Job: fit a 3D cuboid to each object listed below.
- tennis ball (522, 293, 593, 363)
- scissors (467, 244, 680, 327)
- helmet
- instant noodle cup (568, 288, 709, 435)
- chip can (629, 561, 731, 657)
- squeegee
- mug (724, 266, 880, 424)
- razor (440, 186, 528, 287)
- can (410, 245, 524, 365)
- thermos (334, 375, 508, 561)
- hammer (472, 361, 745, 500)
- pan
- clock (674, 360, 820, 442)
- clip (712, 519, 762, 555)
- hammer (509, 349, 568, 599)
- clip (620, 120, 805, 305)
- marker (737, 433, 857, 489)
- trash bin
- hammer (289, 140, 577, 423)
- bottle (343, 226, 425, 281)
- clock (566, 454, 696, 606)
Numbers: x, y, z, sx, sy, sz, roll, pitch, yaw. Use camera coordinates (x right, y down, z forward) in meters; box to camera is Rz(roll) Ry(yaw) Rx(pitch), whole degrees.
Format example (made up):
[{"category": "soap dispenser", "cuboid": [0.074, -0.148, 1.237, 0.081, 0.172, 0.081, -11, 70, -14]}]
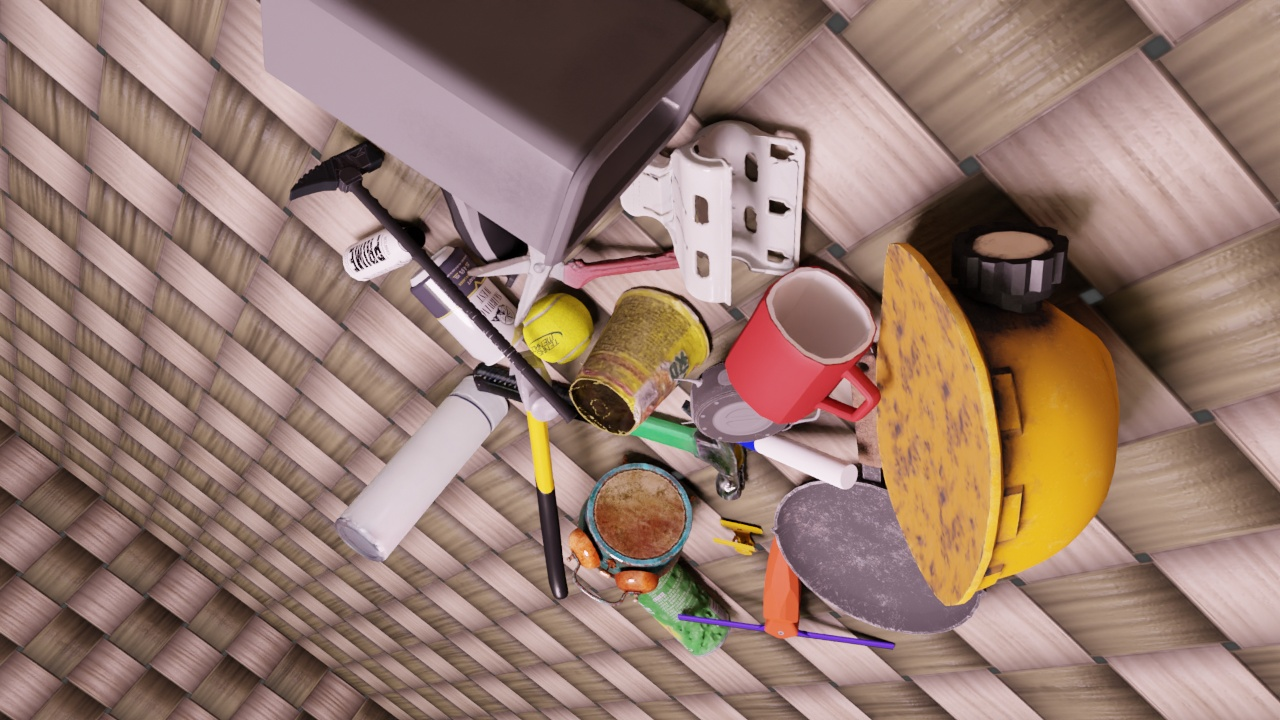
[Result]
[{"category": "tennis ball", "cuboid": [-0.078, -0.030, 0.866, 0.065, 0.065, 0.065, 21, 142, 17]}, {"category": "scissors", "cuboid": [-0.061, -0.107, 0.771, 0.199, 0.015, 0.179, 0, 122, 13]}, {"category": "helmet", "cuboid": [0.248, 0.036, 0.620, 0.131, 0.205, 0.256, -10, 119, -1]}, {"category": "instant noodle cup", "cuboid": [-0.005, 0.005, 0.814, 0.102, 0.108, 0.102, 23, 143, 19]}, {"category": "chip can", "cuboid": [0.021, 0.272, 1.129, 0.076, 0.075, 0.223, -19, 120, 48]}, {"category": "squeegee", "cuboid": [0.156, 0.258, 1.009, 0.250, 0.055, 0.185, 4, 128, 13]}, {"category": "mug", "cuboid": [0.132, 0.001, 0.710, 0.116, 0.080, 0.097, 50, 151, 15]}, {"category": "razor", "cuboid": [-0.147, -0.140, 0.810, 0.060, 0.057, 0.156, -31, 114, 17]}, {"category": "can", "cuboid": [-0.166, -0.050, 0.912, 0.064, 0.064, 0.127, -19, 119, 48]}, {"category": "thermos", "cuboid": [-0.236, 0.114, 1.013, 0.068, 0.229, 0.068, 23, 143, 18]}, {"category": "hammer", "cuboid": [-0.042, 0.054, 0.966, 0.319, 0.032, 0.130, 15, 141, 25]}, {"category": "pan", "cuboid": [0.215, 0.121, 0.839, 0.208, 0.040, 0.357, 13, 132, 30]}, {"category": "clock", "cuboid": [0.095, 0.032, 0.809, 0.123, 0.043, 0.091, -6, 144, 5]}, {"category": "clip", "cuboid": [0.110, 0.202, 1.020, 0.054, 0.046, 0.048, 6, 111, 31]}, {"category": "hammer", "cuboid": [-0.100, 0.129, 0.965, 0.127, 0.029, 0.324, -120, 22, -50]}, {"category": "clip", "cuboid": [0.042, -0.110, 0.675, 0.151, 0.109, 0.127, 10, 136, 14]}, {"category": "marker", "cuboid": [0.136, 0.081, 0.825, 0.133, 0.023, 0.027, 21, 107, 50]}, {"category": "trash bin", "cuboid": [-0.088, -0.196, 0.582, 0.220, 0.191, 0.098, 34, 144, 3]}, {"category": "hammer", "cuboid": [-0.176, -0.062, 0.823, 0.325, 0.094, 0.015, 46, 144, 4]}, {"category": "bottle", "cuboid": [-0.258, -0.112, 0.933, 0.116, 0.041, 0.041, -11, 125, 44]}, {"category": "clock", "cuboid": [-0.015, 0.192, 0.993, 0.121, 0.157, 0.073, 30, 151, 6]}]
